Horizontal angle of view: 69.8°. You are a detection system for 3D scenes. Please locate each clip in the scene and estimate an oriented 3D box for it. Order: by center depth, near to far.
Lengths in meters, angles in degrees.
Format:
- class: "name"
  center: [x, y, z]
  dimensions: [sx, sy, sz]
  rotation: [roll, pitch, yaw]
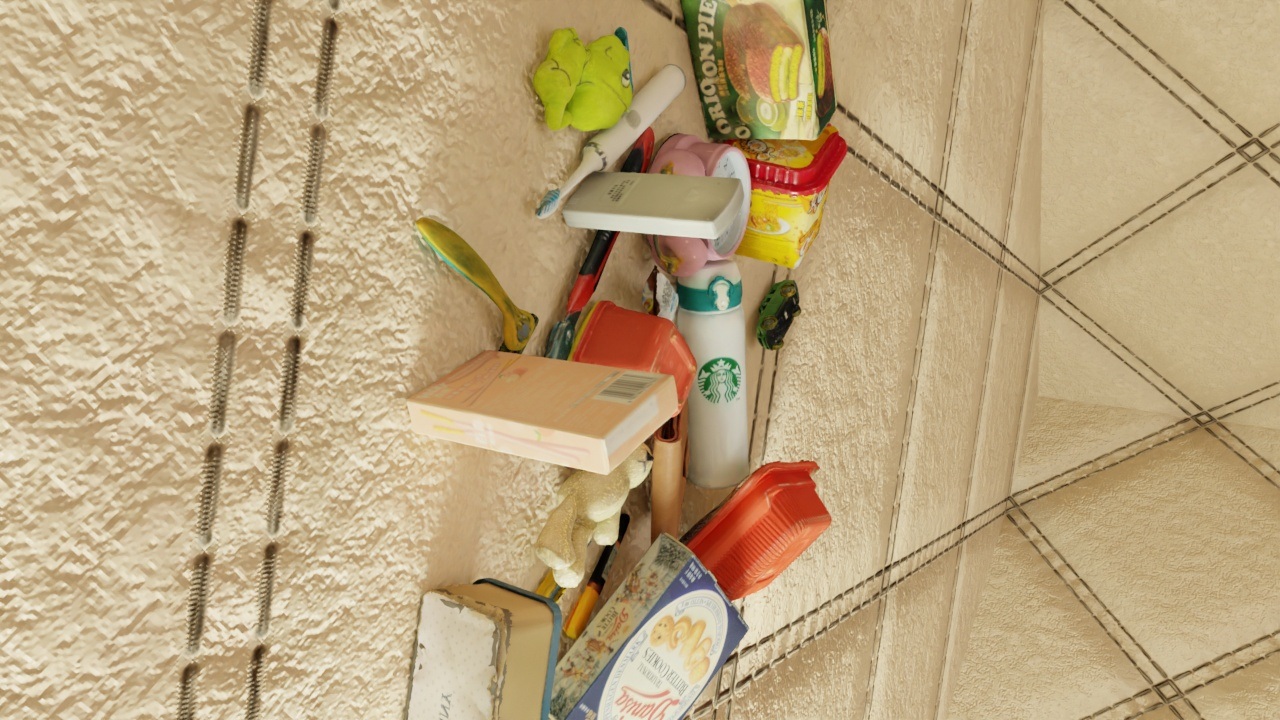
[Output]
- class: "clip"
  center: [-0.018, -0.236, 0.736]
  dimensions: [0.034, 0.013, 0.055]
  rotation: [-52, 139, -39]

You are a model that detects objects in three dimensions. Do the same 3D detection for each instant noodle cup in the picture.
- class: "instant noodle cup"
  center: [0.139, -0.170, 0.933]
  dimensions: [0.115, 0.116, 0.124]
  rotation: [-54, 152, -38]
- class: "instant noodle cup"
  center: [0.125, 0.181, 0.960]
  dimensions: [0.165, 0.079, 0.188]
  rotation: [-50, 157, 17]

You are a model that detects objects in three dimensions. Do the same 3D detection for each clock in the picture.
- class: "clock"
  center: [0.046, -0.138, 0.817]
  dimensions: [0.158, 0.060, 0.117]
  rotation: [-36, 131, -52]

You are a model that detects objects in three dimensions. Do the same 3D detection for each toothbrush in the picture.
- class: "toothbrush"
  center: [-0.022, -0.176, 0.732]
  dimensions: [0.220, 0.027, 0.026]
  rotation: [-54, 178, -38]

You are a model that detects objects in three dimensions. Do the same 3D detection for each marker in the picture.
- class: "marker"
  center: [-0.037, 0.189, 0.816]
  dimensions: [0.123, 0.015, 0.018]
  rotation: [-63, 147, -32]

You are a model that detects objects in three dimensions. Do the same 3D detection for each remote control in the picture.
- class: "remote control"
  center: [0.009, -0.118, 0.691]
  dimensions: [0.056, 0.135, 0.019]
  rotation: [-58, 144, -35]

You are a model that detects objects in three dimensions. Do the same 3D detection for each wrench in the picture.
- class: "wrench"
  center: [-0.039, -0.079, 0.734]
  dimensions: [0.056, 0.016, 0.272]
  rotation: [77, 32, -60]

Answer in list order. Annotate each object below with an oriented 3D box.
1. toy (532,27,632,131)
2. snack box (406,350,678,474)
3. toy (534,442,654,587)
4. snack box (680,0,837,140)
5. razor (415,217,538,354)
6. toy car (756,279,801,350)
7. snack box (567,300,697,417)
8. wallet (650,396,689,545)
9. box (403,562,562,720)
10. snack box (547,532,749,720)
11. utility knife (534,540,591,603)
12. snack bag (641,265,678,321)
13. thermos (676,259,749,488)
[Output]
- class: "toy"
  center: [-0.041, -0.207, 0.687]
  dimensions: [0.100, 0.031, 0.096]
  rotation: [35, 74, -54]
- class: "snack box"
  center: [-0.063, 0.028, 0.586]
  dimensions: [0.084, 0.157, 0.026]
  rotation: [-38, 127, -48]
- class: "toy"
  center: [-0.037, 0.114, 0.743]
  dimensions: [0.105, 0.066, 0.156]
  rotation: [60, 37, -23]
- class: "snack box"
  center: [0.100, -0.316, 0.814]
  dimensions: [0.063, 0.115, 0.240]
  rotation: [-55, 141, -38]
- class: "razor"
  center: [-0.109, -0.051, 0.622]
  dimensions: [0.043, 0.028, 0.132]
  rotation: [-62, 143, -23]
- class: "toy car"
  center: [0.156, -0.053, 1.054]
  dimensions: [0.091, 0.036, 0.043]
  rotation: [-60, 145, -33]
- class: "snack box"
  center: [-0.004, 0.004, 0.755]
  dimensions: [0.081, 0.080, 0.091]
  rotation: [-66, 146, -23]
- class: "wallet"
  center: [0.028, 0.101, 0.846]
  dimensions: [0.107, 0.031, 0.132]
  rotation: [-73, 167, -61]
- class: "box"
  center: [-0.112, 0.235, 0.627]
  dimensions: [0.063, 0.090, 0.184]
  rotation: [12, 89, -53]
- class: "snack box"
  center: [0.008, 0.272, 0.832]
  dimensions: [0.182, 0.046, 0.178]
  rotation: [-50, 141, -15]
- class: "utility knife"
  center: [-0.083, 0.202, 0.737]
  dimensions: [0.189, 0.015, 0.033]
  rotation: [-53, 142, -39]
- class: "snack bag"
  center: [0.017, -0.051, 0.803]
  dimensions: [0.104, 0.026, 0.048]
  rotation: [28, 64, -80]
- class: "thermos"
  center: [0.071, 0.012, 0.895]
  dimensions: [0.073, 0.073, 0.224]
  rotation: [-32, 124, -52]
